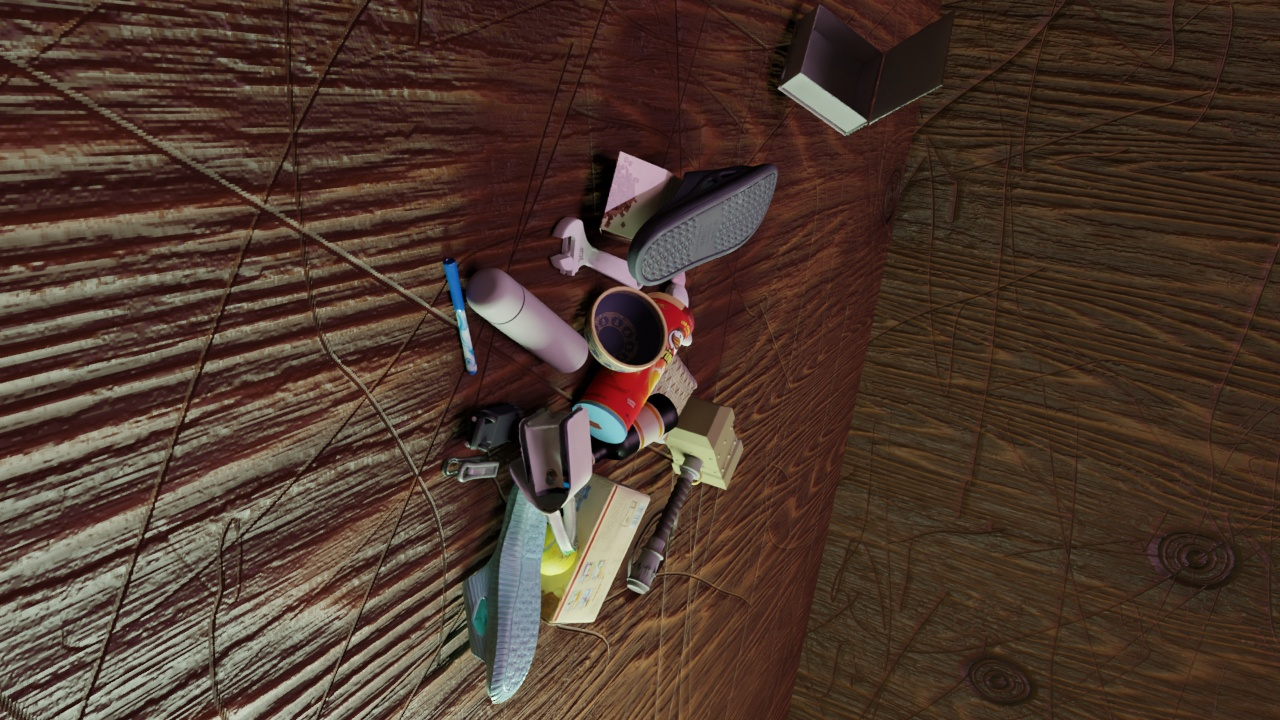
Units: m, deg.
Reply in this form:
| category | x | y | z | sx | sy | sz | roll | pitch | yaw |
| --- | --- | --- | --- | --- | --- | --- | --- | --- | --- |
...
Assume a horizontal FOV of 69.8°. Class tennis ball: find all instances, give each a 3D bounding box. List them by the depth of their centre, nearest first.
| category | x | y | z | sx | sy | sz | roll | pitch | yaw |
| --- | --- | --- | --- | --- | --- | --- | --- | --- | --- |
| tennis ball | -0.117 | 0.248 | 1.206 | 0.065 | 0.065 | 0.065 | -45 | 143 | -48 |

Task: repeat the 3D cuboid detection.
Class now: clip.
| category | x | y | z | sx | sy | sz | roll | pitch | yaw |
| --- | --- | --- | --- | --- | --- | --- | --- | --- | --- |
| clip | -0.187 | 0.119 | 1.013 | 0.076 | 0.043 | 0.023 | 8 | 95 | -66 |

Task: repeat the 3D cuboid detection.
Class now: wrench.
| category | x | y | z | sx | sy | sz | roll | pitch | yaw |
| --- | --- | --- | --- | --- | --- | --- | --- | --- | --- |
| wrench | -0.048 | -0.127 | 1.186 | 0.273 | 0.018 | 0.066 | 14 | 92 | -68 |

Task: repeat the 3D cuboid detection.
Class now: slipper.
| category | x | y | z | sx | sy | sz | roll | pitch | yaw |
| --- | --- | --- | --- | --- | --- | --- | --- | --- | --- |
| slipper | -0.164 | 0.271 | 1.121 | 0.116 | 0.070 | 0.275 | 43 | 50 | -65 |
| slipper | 0.068 | -0.182 | 1.170 | 0.267 | 0.083 | 0.111 | -32 | 144 | -32 |

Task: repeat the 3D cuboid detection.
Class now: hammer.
| category | x | y | z | sx | sy | sz | roll | pitch | yaw |
| --- | --- | --- | --- | --- | --- | --- | --- | --- | --- |
| hammer | 0.059 | 0.239 | 1.549 | 0.324 | 0.101 | 0.190 | -63 | 154 | -24 |

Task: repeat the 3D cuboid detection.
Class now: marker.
| category | x | y | z | sx | sy | sz | roll | pitch | yaw |
| --- | --- | --- | --- | --- | --- | --- | --- | --- | --- |
| marker | -0.183 | -0.042 | 0.939 | 0.013 | 0.013 | 0.142 | -51 | 148 | -43 |

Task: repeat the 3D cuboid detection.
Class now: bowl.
| category | x | y | z | sx | sy | sz | roll | pitch | yaw |
| --- | --- | --- | --- | --- | --- | --- | --- | --- | --- |
| bowl | -0.028 | -0.034 | 1.206 | 0.061 | 0.112 | 0.112 | -31 | -156 | 56 |

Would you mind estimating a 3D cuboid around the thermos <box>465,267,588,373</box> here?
| category | x | y | z | sx | sy | sz | roll | pitch | yaw |
| --- | --- | --- | --- | --- | --- | --- | --- | --- | --- |
| thermos | -0.123 | -0.042 | 1.023 | 0.052 | 0.052 | 0.224 | -70 | 156 | -10 |

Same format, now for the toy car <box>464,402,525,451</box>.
| category | x | y | z | sx | sy | sz | roll | pitch | yaw |
| --- | --- | --- | --- | --- | --- | --- | --- | --- | --- |
| toy car | -0.164 | 0.072 | 1.025 | 0.112 | 0.034 | 0.046 | -12 | 121 | -71 |

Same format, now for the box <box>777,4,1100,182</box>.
| category | x | y | z | sx | sy | sz | roll | pitch | yaw |
| --- | --- | --- | --- | --- | --- | --- | --- | --- | --- |
| box | 0.519 | -0.463 | 1.586 | 0.234 | 0.529 | 0.166 | 63 | 40 | -62 |

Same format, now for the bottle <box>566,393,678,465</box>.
| category | x | y | z | sx | sy | sz | roll | pitch | yaw |
| --- | --- | --- | --- | --- | --- | --- | --- | --- | --- |
| bottle | -0.030 | 0.108 | 1.291 | 0.181 | 0.059 | 0.059 | -28 | 133 | -33 |

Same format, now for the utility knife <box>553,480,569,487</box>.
| category | x | y | z | sx | sy | sz | roll | pitch | yaw |
| --- | --- | --- | --- | --- | --- | --- | --- | --- | --- |
| utility knife | -0.089 | 0.194 | 1.298 | 0.207 | 0.015 | 0.031 | 35 | 75 | -63 |

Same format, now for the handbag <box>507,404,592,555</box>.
| category | x | y | z | sx | sy | sz | roll | pitch | yaw |
| --- | --- | --- | --- | --- | --- | --- | --- | --- | --- |
| handbag | -0.104 | 0.147 | 1.099 | 0.151 | 0.074 | 0.176 | -36 | 121 | -81 |

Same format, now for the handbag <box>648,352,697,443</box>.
| category | x | y | z | sx | sy | sz | roll | pitch | yaw |
| --- | --- | --- | --- | --- | --- | --- | --- | --- | --- |
| handbag | 0.028 | 0.047 | 1.430 | 0.124 | 0.047 | 0.186 | -60 | 154 | -12 |

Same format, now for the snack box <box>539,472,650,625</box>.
| category | x | y | z | sx | sy | sz | roll | pitch | yaw |
| --- | --- | --- | --- | --- | --- | --- | --- | --- | --- |
| snack box | -0.073 | 0.270 | 1.309 | 0.207 | 0.055 | 0.153 | -65 | 156 | -5 |

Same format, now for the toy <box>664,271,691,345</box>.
| category | x | y | z | sx | sy | sz | roll | pitch | yaw |
| --- | --- | --- | --- | --- | --- | --- | --- | --- | --- |
| toy | 0.055 | -0.086 | 1.407 | 0.076 | 0.037 | 0.125 | 28 | 58 | -70 |

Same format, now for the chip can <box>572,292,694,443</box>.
| category | x | y | z | sx | sy | sz | roll | pitch | yaw |
| --- | --- | --- | --- | --- | --- | --- | --- | --- | --- |
| chip can | -0.008 | 0.007 | 1.274 | 0.212 | 0.087 | 0.087 | -58 | 152 | -31 |

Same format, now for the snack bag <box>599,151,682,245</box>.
| category | x | y | z | sx | sy | sz | roll | pitch | yaw |
| --- | --- | --- | --- | --- | --- | --- | --- | --- | --- |
| snack bag | 0.004 | -0.198 | 1.188 | 0.206 | 0.070 | 0.094 | 8 | 97 | -67 |
